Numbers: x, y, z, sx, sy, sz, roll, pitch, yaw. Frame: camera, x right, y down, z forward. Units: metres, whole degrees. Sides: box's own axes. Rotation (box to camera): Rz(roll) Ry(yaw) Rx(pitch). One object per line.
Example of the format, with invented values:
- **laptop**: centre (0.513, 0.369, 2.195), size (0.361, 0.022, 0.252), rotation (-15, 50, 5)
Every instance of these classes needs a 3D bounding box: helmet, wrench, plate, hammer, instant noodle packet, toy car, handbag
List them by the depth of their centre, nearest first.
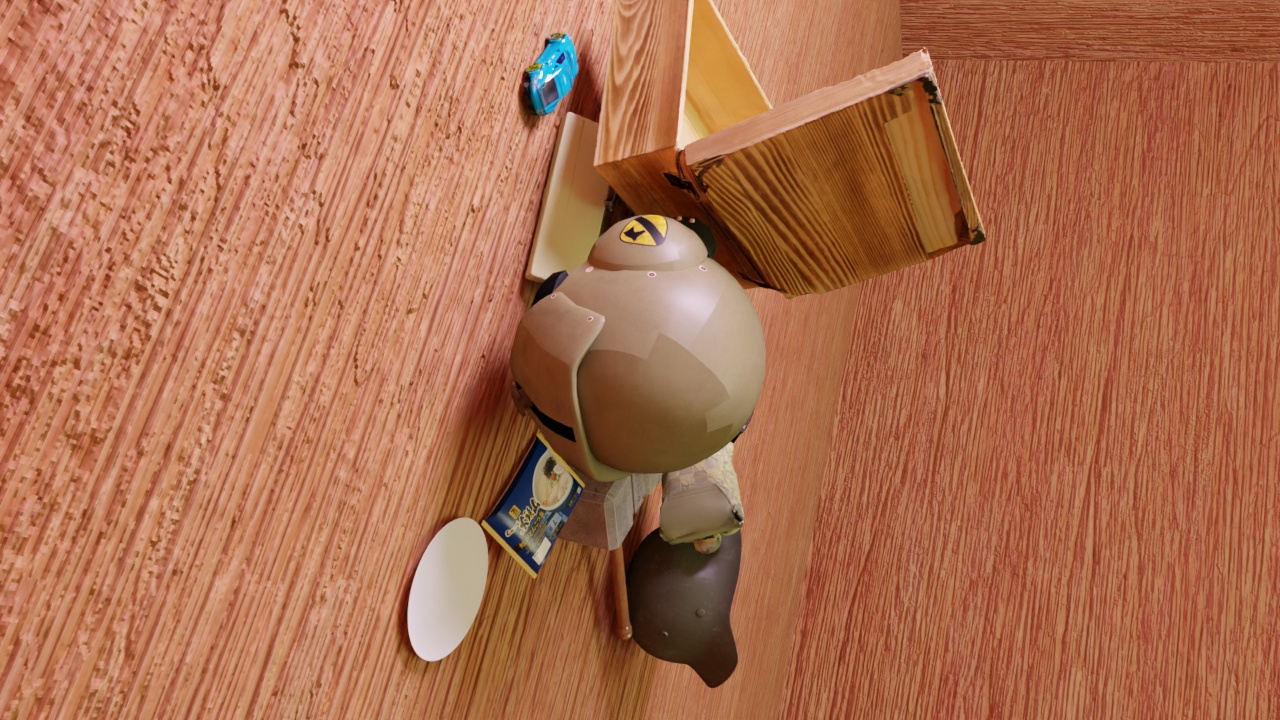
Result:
- **plate**: centre (-0.184, 0.215, 0.870), size (0.134, 0.011, 0.134), rotation (8, 90, -69)
- **helmet**: centre (-0.010, -0.004, 0.873), size (0.232, 0.256, 0.251), rotation (-63, 151, -48)
- **toy car**: centre (-0.085, -0.288, 0.919), size (0.048, 0.032, 0.105), rotation (74, 30, -46)
- **instant noodle packet**: centre (-0.112, 0.154, 0.984), size (0.087, 0.026, 0.133), rotation (52, 43, -23)
- **wrench**: centre (-0.016, -0.195, 1.059), size (0.273, 0.010, 0.070), rotation (-48, 147, -80)
- **hammer**: centre (-0.031, 0.247, 1.183), size (0.162, 0.083, 0.318), rotation (-53, 146, -52)
- **handbag**: centre (0.087, 0.171, 1.237), size (0.186, 0.113, 0.117), rotation (-90, 156, -43)
- **helmet**: centre (0.057, 0.325, 1.310), size (0.226, 0.153, 0.269), rotation (-89, -164, -53)

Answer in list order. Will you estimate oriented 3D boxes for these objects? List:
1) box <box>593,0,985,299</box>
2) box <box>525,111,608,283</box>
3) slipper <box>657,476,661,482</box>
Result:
- **box**: centre (0.163, -0.221, 0.944), size (0.279, 0.337, 0.286), rotation (43, 49, -54)
- **box**: centre (-0.078, -0.160, 0.991), size (0.098, 0.082, 0.187), rotation (-20, -123, 63)
- **slipper**: centre (0.041, 0.126, 1.361), size (0.263, 0.063, 0.111), rotation (-13, 109, -70)
